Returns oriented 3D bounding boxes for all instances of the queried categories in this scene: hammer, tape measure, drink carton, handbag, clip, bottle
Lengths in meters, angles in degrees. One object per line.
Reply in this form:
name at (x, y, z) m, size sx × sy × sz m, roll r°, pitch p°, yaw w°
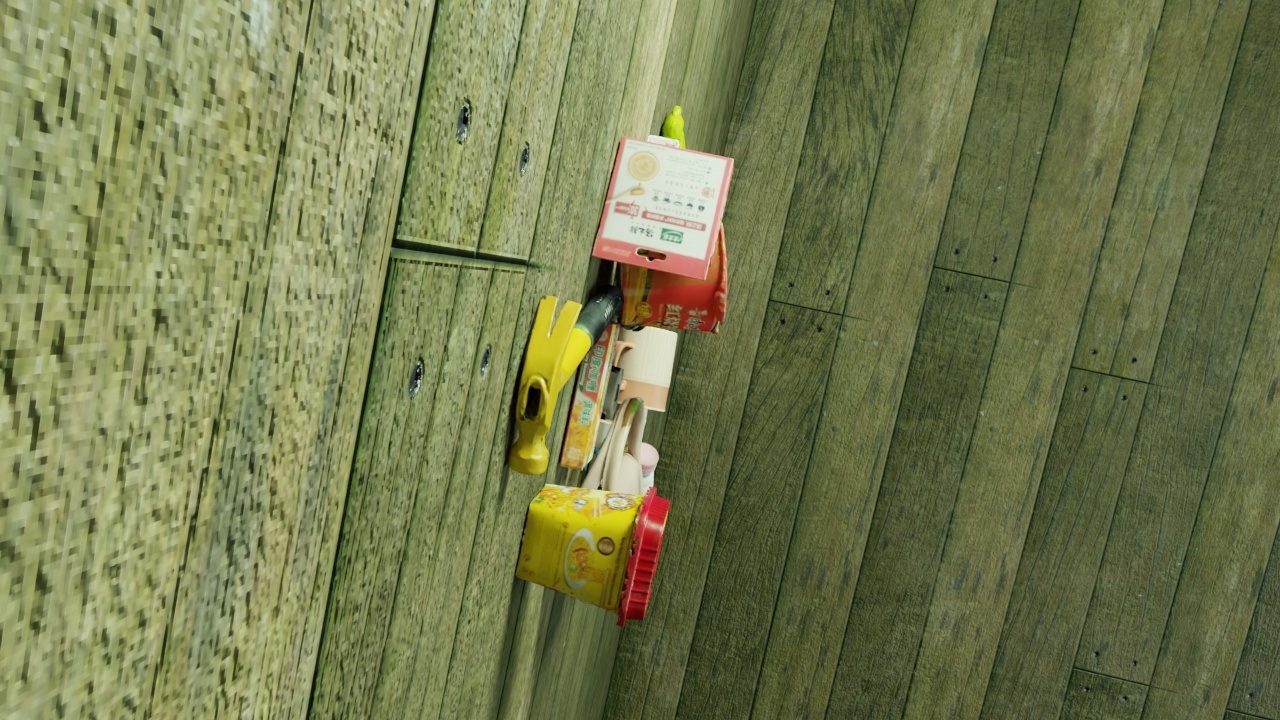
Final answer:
hammer at (-0.055, -0.017, 0.803) m, size 0.300 × 0.033 × 0.129 m, roll -64°, pitch 166°, yaw -70°
tape measure at (-0.042, 0.037, 1.076) m, size 0.066 × 0.033 × 0.066 m, roll 0°, pitch 101°, yaw -85°
drink carton at (0.029, -0.238, 1.121) m, size 0.122 × 0.045 × 0.053 m, roll -40°, pitch 141°, yaw -83°
handbag at (-0.034, 0.155, 1.106) m, size 0.193 × 0.093 × 0.234 m, roll -46°, pitch 147°, yaw -75°
clip at (-0.059, 0.118, 1.174) m, size 0.014 × 0.047 × 0.056 m, roll 95°, pitch 11°, yaw -62°
bottle at (-0.023, 0.190, 1.259) m, size 0.068 × 0.068 × 0.197 m, roll -72°, pitch -176°, yaw -50°

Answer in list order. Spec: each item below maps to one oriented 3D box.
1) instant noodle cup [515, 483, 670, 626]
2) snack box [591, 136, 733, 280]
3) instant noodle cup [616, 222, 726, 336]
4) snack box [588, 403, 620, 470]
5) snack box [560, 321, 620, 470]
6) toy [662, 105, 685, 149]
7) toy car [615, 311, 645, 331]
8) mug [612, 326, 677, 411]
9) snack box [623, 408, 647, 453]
instant noodle cup at (-0.044, 0.173, 0.864) m, size 0.116 × 0.124 × 0.116 m, roll -47°, pitch 150°, yaw -80°
snack box at (0.023, -0.143, 0.897) m, size 0.044 × 0.113 × 0.127 m, roll 80°, pitch 23°, yaw -80°
instant noodle cup at (0.030, -0.096, 0.991) m, size 0.138 × 0.108 × 0.138 m, roll 176°, pitch -87°, yaw -87°
snack box at (-0.042, 0.101, 1.272) m, size 0.157 × 0.026 × 0.084 m, roll -61°, pitch 162°, yaw -74°
snack box at (-0.053, 0.034, 0.978) m, size 0.077 × 0.027 × 0.156 m, roll -38°, pitch 141°, yaw -84°
toy at (0.044, -0.294, 1.239) m, size 0.100 × 0.031 × 0.096 m, roll 91°, pitch 11°, yaw -45°
toy car at (0.001, -0.094, 1.121) m, size 0.054 × 0.036 × 0.120 m, roll -25°, pitch -130°, yaw 59°
mug at (-0.007, 0.007, 1.203) m, size 0.114 × 0.082 × 0.106 m, roll 13°, pitch 87°, yaw -55°
snack box at (-0.003, 0.062, 1.304) m, size 0.075 × 0.026 × 0.153 m, roll 75°, pitch 26°, yaw -77°
